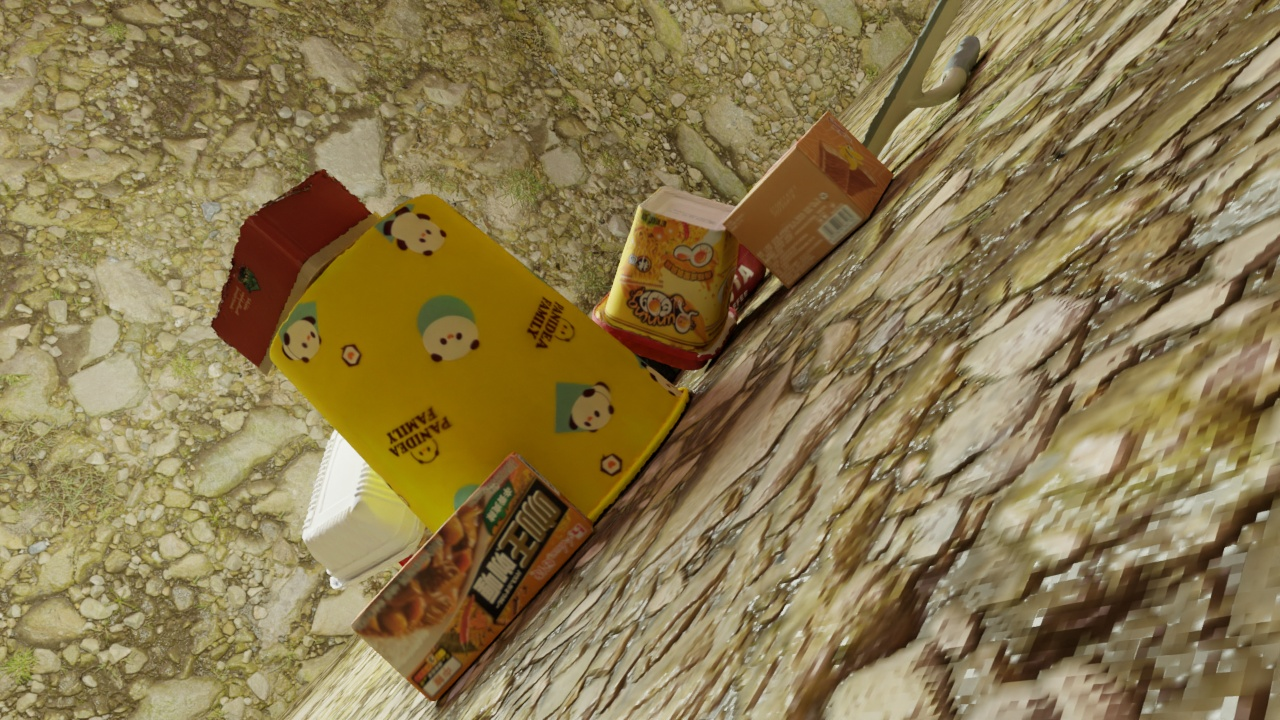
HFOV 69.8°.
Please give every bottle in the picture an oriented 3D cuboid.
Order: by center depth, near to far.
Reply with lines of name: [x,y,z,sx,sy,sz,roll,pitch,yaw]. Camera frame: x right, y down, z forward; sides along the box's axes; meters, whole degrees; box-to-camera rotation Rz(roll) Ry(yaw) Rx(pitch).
bottle: [0.079,-0.073,0.927,0.174,0.057,0.058,-48,4,-29]

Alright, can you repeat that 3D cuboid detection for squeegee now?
squeegee: [0.272,-0.253,0.821,0.245,0.039,0.247,-42,-19,-46]

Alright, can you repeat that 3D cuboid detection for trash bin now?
trash bin: [-0.130,0.023,0.727,0.229,0.255,0.229,-47,3,3]

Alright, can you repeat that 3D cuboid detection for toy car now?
toy car: [0.002,0.014,0.906,0.045,0.053,0.120,-40,5,31]

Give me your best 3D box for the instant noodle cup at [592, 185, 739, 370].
instant noodle cup: [0.032,-0.074,0.790,0.115,0.116,0.124,-51,-23,-59]

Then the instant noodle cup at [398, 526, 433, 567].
instant noodle cup: [-0.167,0.161,0.890,0.116,0.116,0.124,-47,-8,2]

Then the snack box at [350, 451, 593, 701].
snack box: [-0.109,0.140,0.601,0.153,0.075,0.026,-47,2,-2]

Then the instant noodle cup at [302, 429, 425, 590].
instant noodle cup: [-0.248,0.108,0.839,0.138,0.060,0.173,-30,39,33]

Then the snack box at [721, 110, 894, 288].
snack box: [0.134,-0.129,0.733,0.093,0.077,0.094,-44,4,40]

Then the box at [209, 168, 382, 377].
box: [-0.272,-0.071,0.710,0.169,0.079,0.091,-43,7,47]
